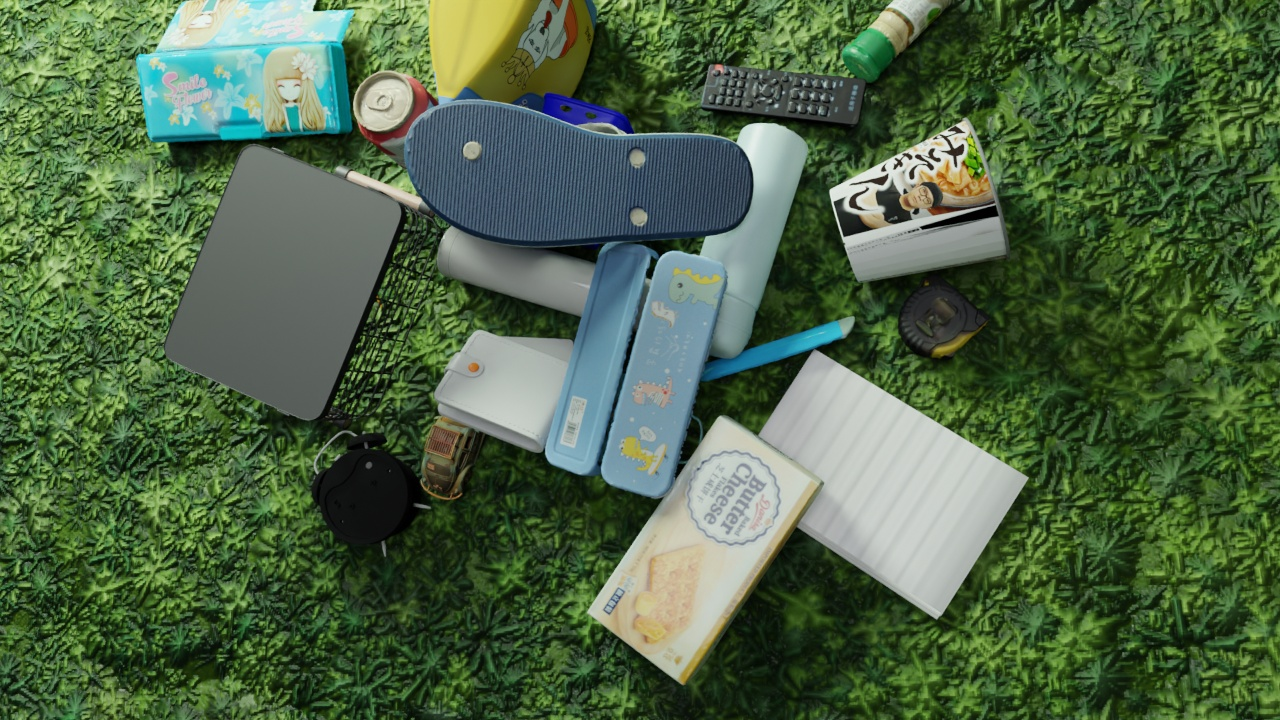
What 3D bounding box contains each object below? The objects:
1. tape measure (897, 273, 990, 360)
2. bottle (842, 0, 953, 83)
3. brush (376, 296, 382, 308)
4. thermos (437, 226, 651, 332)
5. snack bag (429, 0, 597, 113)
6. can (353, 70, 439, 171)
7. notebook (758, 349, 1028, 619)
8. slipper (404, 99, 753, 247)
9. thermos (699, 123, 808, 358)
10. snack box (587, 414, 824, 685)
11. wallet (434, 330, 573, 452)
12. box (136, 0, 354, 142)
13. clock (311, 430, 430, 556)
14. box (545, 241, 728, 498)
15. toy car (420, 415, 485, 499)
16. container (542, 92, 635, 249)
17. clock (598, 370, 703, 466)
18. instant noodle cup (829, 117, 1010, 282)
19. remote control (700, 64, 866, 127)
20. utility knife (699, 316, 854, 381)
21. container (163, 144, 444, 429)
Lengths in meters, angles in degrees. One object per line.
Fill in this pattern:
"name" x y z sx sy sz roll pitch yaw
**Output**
"tape measure" 0.256 -0.035 0.798 0.062 0.038 0.067 -44 76 2
"bottle" 0.238 -0.308 0.845 0.111 0.043 0.043 -45 75 0
"brush" -0.292 -0.113 0.933 0.048 0.017 0.126 -28 77 6
"thermos" -0.081 -0.076 0.866 0.224 0.052 0.052 17 84 14
"snack bag" -0.127 -0.278 0.854 0.102 0.159 0.205 14 85 17
"can" -0.199 -0.203 0.850 0.067 0.170 0.067 -2 79 12
"notebook" 0.204 0.104 0.801 0.210 0.009 0.142 33 88 15
"slipper" -0.051 -0.153 0.788 0.295 0.060 0.118 3 92 -5
"thermos" 0.091 -0.106 0.827 0.065 0.078 0.206 11 80 46
"snack box" 0.058 0.161 0.789 0.104 0.057 0.208 34 93 15
"wallet" -0.119 0.016 0.857 0.118 0.038 0.115 20 58 11
"box" -0.415 -0.319 0.969 0.227 0.071 0.181 0 82 12
"clock" -0.262 0.120 0.875 0.121 0.042 0.091 42 91 15
"box" -0.007 0.004 0.785 0.128 0.034 0.209 15 90 27
"toy car" -0.176 0.074 0.863 0.047 0.047 0.111 16 81 11
"container" -0.064 -0.175 0.863 0.085 0.084 0.113 19 86 12
"clock" -0.003 0.058 0.828 0.124 0.053 0.090 16 85 14
"instant noodle cup" 0.234 -0.126 0.784 0.122 0.123 0.123 -17 78 17
"remote control" 0.134 -0.249 0.868 0.150 0.022 0.047 11 84 15
"utility knife" 0.111 -0.006 0.833 0.175 0.031 0.015 -16 118 10
"container" -0.301 -0.066 0.853 0.163 0.130 0.241 22 91 8
